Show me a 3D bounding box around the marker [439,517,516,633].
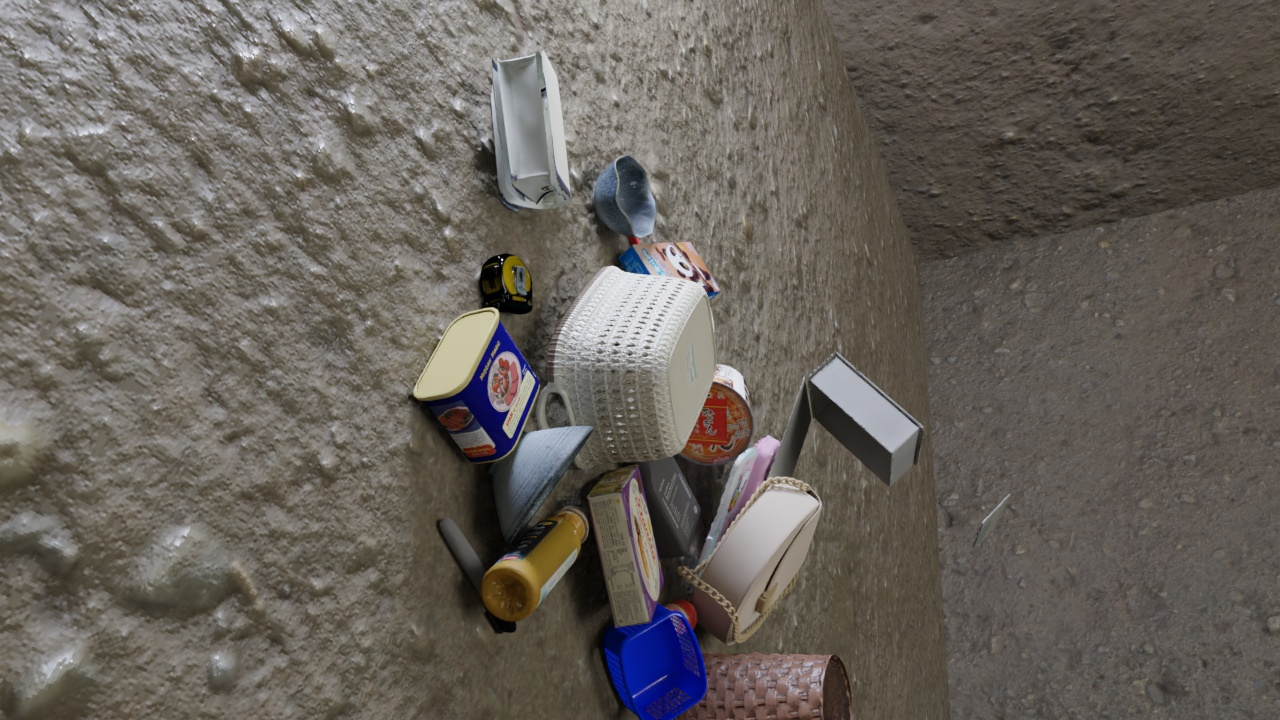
[{"bbox_3d":[-0.146,0.196,0.823,0.022,0.016,0.139,-43,121,-33],"label":"marker"}]

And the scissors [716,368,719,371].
[{"bbox_3d":[0.031,-0.066,1.225,0.202,0.015,0.201,26,40,-38],"label":"scissors"}]

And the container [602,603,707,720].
[{"bbox_3d":[0.013,0.331,1.007,0.096,0.058,0.114,-24,105,-26],"label":"container"}]

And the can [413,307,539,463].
[{"bbox_3d":[-0.146,0.024,0.844,0.092,0.057,0.116,61,31,-35],"label":"can"}]

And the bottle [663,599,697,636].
[{"bbox_3d":[0.029,0.316,1.101,0.109,0.044,0.044,11,70,-62],"label":"bottle"}]

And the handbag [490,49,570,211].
[{"bbox_3d":[-0.117,-0.239,1.017,0.176,0.074,0.151,32,50,-81],"label":"handbag"}]

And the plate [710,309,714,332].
[{"bbox_3d":[0.078,-0.064,1.371,0.104,0.026,0.104,35,49,-54],"label":"plate"}]

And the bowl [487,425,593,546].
[{"bbox_3d":[-0.106,0.103,0.868,0.057,0.137,0.136,35,32,2],"label":"bowl"}]

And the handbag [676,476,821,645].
[{"bbox_3d":[0.145,0.263,1.203,0.208,0.103,0.211,-44,154,-28],"label":"handbag"}]

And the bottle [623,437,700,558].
[{"bbox_3d":[0.016,0.155,1.133,0.174,0.046,0.083,64,30,-29],"label":"bottle"}]

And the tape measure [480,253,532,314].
[{"bbox_3d":[-0.134,-0.078,0.934,0.061,0.034,0.061,-2,80,-65],"label":"tape measure"}]

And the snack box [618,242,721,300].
[{"bbox_3d":[0.042,-0.116,1.243,0.151,0.034,0.087,-13,68,-56],"label":"snack box"}]

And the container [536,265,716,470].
[{"bbox_3d":[-0.006,0.006,1.037,0.245,0.143,0.185,-62,147,-53],"label":"container"}]

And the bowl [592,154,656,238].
[{"bbox_3d":[-0.026,-0.206,1.182,0.110,0.055,0.110,35,49,-56],"label":"bowl"}]

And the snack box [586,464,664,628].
[{"bbox_3d":[-0.014,0.200,1.013,0.148,0.040,0.143,-32,110,-82],"label":"snack box"}]

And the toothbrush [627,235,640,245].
[{"bbox_3d":[-0.003,-0.142,1.253,0.017,0.012,0.212,-48,122,-55],"label":"toothbrush"}]

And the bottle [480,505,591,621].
[{"bbox_3d":[-0.092,0.185,0.875,0.185,0.053,0.053,-35,112,-72],"label":"bottle"}]

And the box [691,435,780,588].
[{"bbox_3d":[0.133,0.207,1.256,0.152,0.038,0.201,-23,133,-67],"label":"box"}]

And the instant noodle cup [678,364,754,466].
[{"bbox_3d":[0.102,0.065,1.277,0.121,0.124,0.124,-57,131,-67],"label":"instant noodle cup"}]

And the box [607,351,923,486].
[{"bbox_3d":[0.178,0.140,1.326,0.167,0.422,0.173,61,10,-62],"label":"box"}]

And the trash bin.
[{"bbox_3d":[0.132,0.417,1.074,0.151,0.210,0.151,33,52,-56],"label":"trash bin"}]
